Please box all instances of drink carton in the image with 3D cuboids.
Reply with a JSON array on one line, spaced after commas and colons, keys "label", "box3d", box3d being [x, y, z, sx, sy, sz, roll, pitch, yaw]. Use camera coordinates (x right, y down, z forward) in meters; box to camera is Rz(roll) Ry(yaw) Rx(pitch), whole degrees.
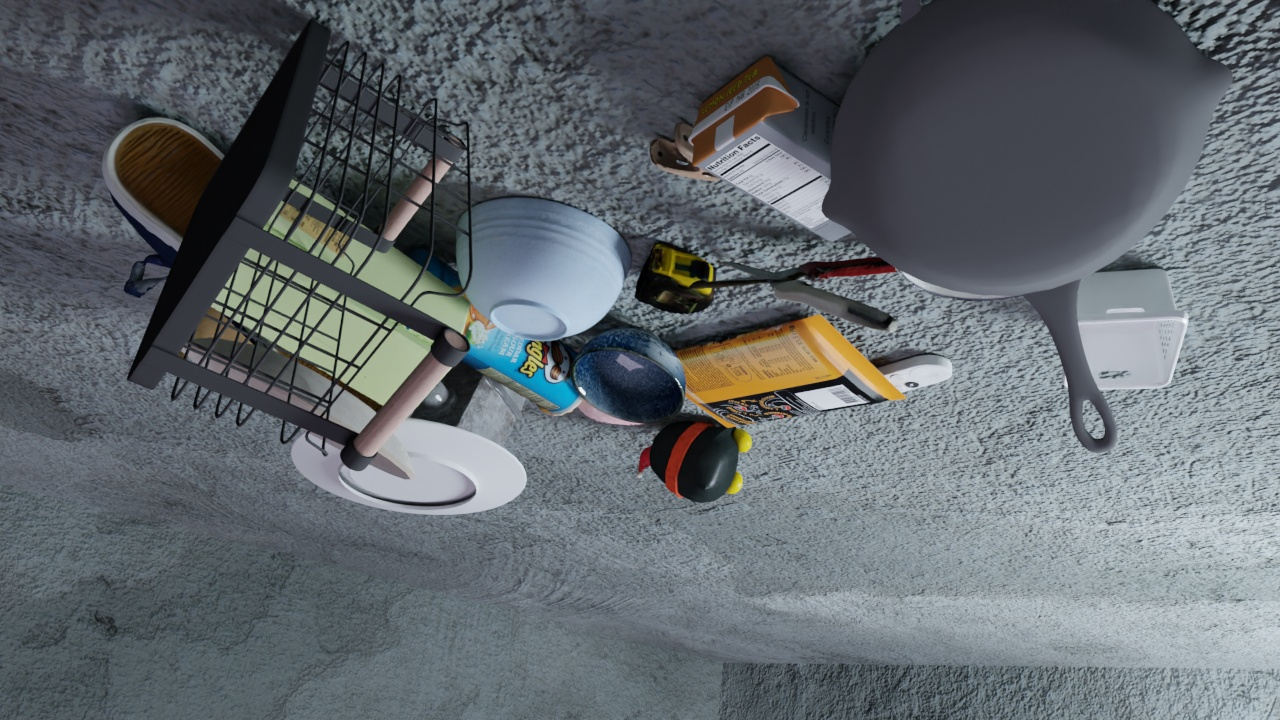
[{"label": "drink carton", "box3d": [0.101, -0.131, 0.586, 0.124, 0.048, 0.076, 23, 153, -29]}]

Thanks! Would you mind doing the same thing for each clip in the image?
[{"label": "clip", "box3d": [0.039, -0.141, 0.618, 0.060, 0.024, 0.041, 9, 160, -25]}]

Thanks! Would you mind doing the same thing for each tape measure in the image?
[{"label": "tape measure", "box3d": [0.031, -0.063, 0.775, 0.062, 0.038, 0.067, 13, 155, -11]}]

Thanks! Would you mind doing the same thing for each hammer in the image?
[{"label": "hammer", "box3d": [-0.237, -0.007, 0.901, 0.080, 0.176, 0.326, -5, 134, 28]}]

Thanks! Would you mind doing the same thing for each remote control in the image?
[{"label": "remote control", "box3d": [0.249, 0.020, 0.918, 0.043, 0.013, 0.137, 24, 152, -31]}]

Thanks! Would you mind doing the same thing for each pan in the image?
[{"label": "pan", "box3d": [0.233, -0.065, 0.538, 0.217, 0.024, 0.355, -16, 123, 27]}]

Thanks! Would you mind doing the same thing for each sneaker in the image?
[{"label": "sneaker", "box3d": [-0.320, -0.057, 0.759, 0.294, 0.120, 0.127, 49, 152, -21]}]

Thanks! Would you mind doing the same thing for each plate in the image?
[{"label": "plate", "box3d": [-0.242, 0.029, 0.668, 0.189, 0.027, 0.189, 26, 162, 9]}, {"label": "plate", "box3d": [-0.208, 0.105, 0.828, 0.208, 0.015, 0.209, 2, 149, 1]}]

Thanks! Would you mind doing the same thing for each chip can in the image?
[{"label": "chip can", "box3d": [-0.144, -0.022, 0.882, 0.080, 0.079, 0.229, -10, 149, 36]}]

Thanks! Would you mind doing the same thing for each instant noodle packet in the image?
[{"label": "instant noodle packet", "box3d": [0.128, 0.018, 0.925, 0.221, 0.032, 0.160, -14, 142, 41]}]

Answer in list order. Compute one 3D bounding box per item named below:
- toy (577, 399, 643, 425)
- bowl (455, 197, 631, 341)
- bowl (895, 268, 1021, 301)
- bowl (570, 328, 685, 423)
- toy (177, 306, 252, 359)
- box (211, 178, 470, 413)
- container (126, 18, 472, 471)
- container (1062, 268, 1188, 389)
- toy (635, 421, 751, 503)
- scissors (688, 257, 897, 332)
[{"label": "toy", "box3d": [-0.025, 0.030, 0.993, 0.108, 0.053, 0.105, 1, 141, 19]}, {"label": "bowl", "box3d": [-0.086, -0.063, 0.769, 0.150, 0.074, 0.151, 7, 156, 3]}, {"label": "bowl", "box3d": [0.227, -0.094, 0.605, 0.116, 0.065, 0.116, 7, 156, 3]}, {"label": "bowl", "box3d": [-0.005, 0.005, 0.902, 0.114, 0.060, 0.115, 13, 143, 10]}, {"label": "toy", "box3d": [-0.389, -0.048, 0.897, 0.108, 0.134, 0.106, -25, 124, 8]}, {"label": "box", "box3d": [-0.226, -0.049, 0.715, 0.188, 0.130, 0.064, 38, 156, -27]}, {"label": "container", "box3d": [-0.190, -0.073, 0.561, 0.130, 0.241, 0.163, 29, 119, -31]}, {"label": "container", "box3d": [0.379, -0.025, 0.728, 0.081, 0.049, 0.129, -2, 154, 23]}, {"label": "toy", "box3d": [0.059, 0.117, 1.108, 0.119, 0.098, 0.099, 23, -151, 27]}, {"label": "scissors", "box3d": [0.137, -0.055, 0.681, 0.199, 0.179, 0.015, -7, 114, 1]}]
